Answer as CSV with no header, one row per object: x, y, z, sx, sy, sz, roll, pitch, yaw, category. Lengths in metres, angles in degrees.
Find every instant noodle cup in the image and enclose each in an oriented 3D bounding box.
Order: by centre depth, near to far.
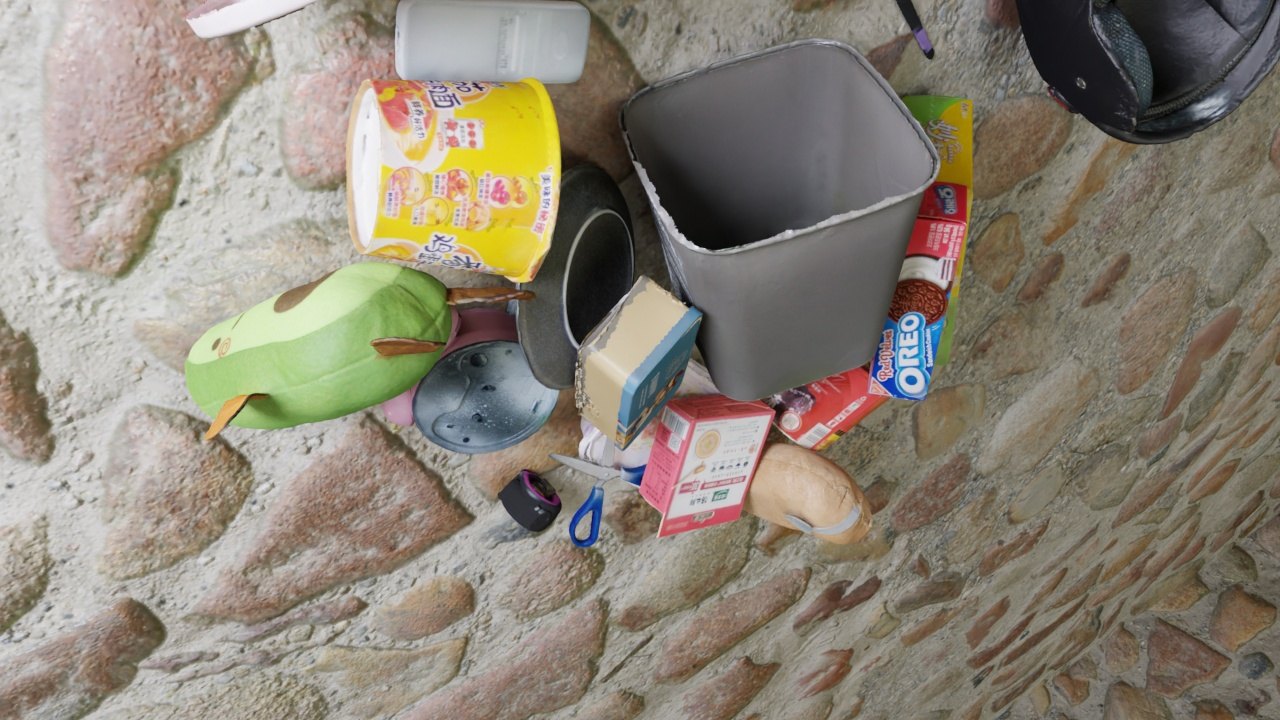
-0.127,-0.120,0.596,0.109,0.138,0.138,-1,125,-28,instant noodle cup
0.018,0.054,0.906,0.138,0.060,0.173,-49,140,8,instant noodle cup
0.186,0.021,0.958,0.137,0.138,0.109,19,120,-45,instant noodle cup

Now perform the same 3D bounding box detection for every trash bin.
0.105,-0.100,0.738,0.198,0.198,0.220,-17,143,-4,trash bin

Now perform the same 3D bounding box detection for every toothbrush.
0.223,-0.314,0.783,0.014,0.017,0.189,-48,140,7,toothbrush

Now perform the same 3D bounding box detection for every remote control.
-0.097,-0.215,0.617,0.135,0.020,0.056,-11,129,-30,remote control

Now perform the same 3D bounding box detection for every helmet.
0.448,-0.322,0.787,0.234,0.230,0.274,-34,139,13,helmet

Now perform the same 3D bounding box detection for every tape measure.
-0.104,0.134,0.882,0.039,0.057,0.058,-47,170,7,tape measure

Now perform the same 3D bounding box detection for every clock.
-0.144,0.011,0.731,0.158,0.059,0.117,12,123,-31,clock

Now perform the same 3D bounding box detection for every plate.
-0.040,-0.062,0.718,0.179,0.024,0.179,12,90,-67,plate

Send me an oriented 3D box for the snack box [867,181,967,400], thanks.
0.237,-0.055,0.798,0.057,0.058,0.208,8,136,12,snack box

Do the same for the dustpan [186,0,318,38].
-0.089,-0.234,0.470,0.273,0.222,0.139,-4,115,-19,dustpan

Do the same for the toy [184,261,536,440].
-0.200,-0.010,0.597,0.247,0.226,0.090,-14,109,24,toy

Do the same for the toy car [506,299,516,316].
-0.062,-0.031,0.791,0.054,0.037,0.120,-47,135,7,toy car

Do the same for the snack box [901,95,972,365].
0.271,-0.121,0.878,0.070,0.157,0.210,4,136,15,snack box

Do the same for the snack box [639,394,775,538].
0.061,0.098,0.884,0.113,0.044,0.127,-3,118,-41,snack box

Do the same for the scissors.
-0.028,0.114,0.869,0.162,0.012,0.176,1,124,-35,scissors

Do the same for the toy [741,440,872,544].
0.138,0.135,0.981,0.143,0.226,0.082,50,65,-30,toy

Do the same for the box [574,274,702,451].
-0.004,0.004,0.724,0.089,0.059,0.184,-49,171,-17,box
